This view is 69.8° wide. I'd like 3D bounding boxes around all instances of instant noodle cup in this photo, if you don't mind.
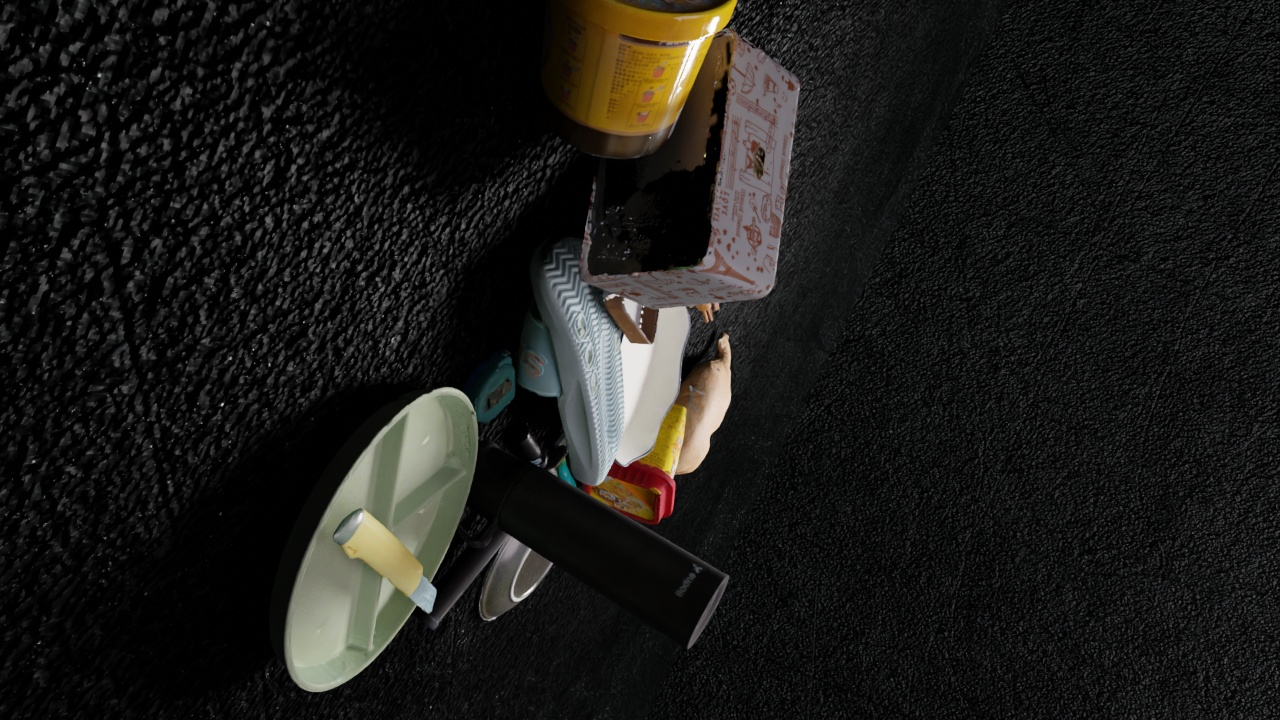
[{"bbox_3d":[-0.001,0.113,1.103,0.116,0.116,0.123,91,20,-55],"label":"instant noodle cup"},{"bbox_3d":[-0.010,-0.200,0.575,0.118,0.118,0.115,-48,166,-39],"label":"instant noodle cup"}]

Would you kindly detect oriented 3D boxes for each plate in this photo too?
[{"bbox_3d":[-0.186,0.123,0.660,0.230,0.027,0.230,22,89,-76],"label":"plate"},{"bbox_3d":[-0.006,0.006,0.954,0.204,0.046,0.205,14,89,-70],"label":"plate"},{"bbox_3d":[-0.122,0.222,1.049,0.179,0.024,0.180,-54,161,-28],"label":"plate"}]

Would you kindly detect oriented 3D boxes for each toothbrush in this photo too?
[{"bbox_3d":[-0.138,0.164,0.879,0.212,0.026,0.027,-51,167,-21],"label":"toothbrush"}]

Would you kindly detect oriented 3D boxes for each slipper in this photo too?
[{"bbox_3d":[-0.062,0.003,0.787,0.103,0.074,0.246,-64,153,-50],"label":"slipper"}]

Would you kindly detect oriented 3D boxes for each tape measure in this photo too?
[{"bbox_3d":[-0.121,0.024,0.740,0.054,0.025,0.058,-51,159,-37],"label":"tape measure"}]

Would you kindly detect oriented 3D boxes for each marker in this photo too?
[{"bbox_3d":[-0.105,0.093,0.908,0.132,0.020,0.022,75,17,-65],"label":"marker"}]

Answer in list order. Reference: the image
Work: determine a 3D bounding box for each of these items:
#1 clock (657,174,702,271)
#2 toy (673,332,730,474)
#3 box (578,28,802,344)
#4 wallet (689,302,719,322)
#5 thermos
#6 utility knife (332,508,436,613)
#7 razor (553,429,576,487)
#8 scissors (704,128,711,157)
[{"bbox_3d":[0.064,-0.124,0.848,0.161,0.056,0.116,172,-71,-69],"label":"clock"},{"bbox_3d":[0.086,0.060,1.327,0.226,0.082,0.143,-63,168,-7],"label":"toy"},{"bbox_3d":[0.019,-0.122,0.723,0.272,0.132,0.179,153,-53,-71],"label":"box"},{"bbox_3d":[0.065,-0.103,0.990,0.130,0.035,0.119,54,31,-72],"label":"wallet"},{"bbox_3d":[-0.053,0.159,0.774,0.089,0.242,0.068,-55,161,-27],"label":"thermos"},{"bbox_3d":[-0.172,0.147,0.648,0.030,0.021,0.208,-62,158,-24],"label":"utility knife"},{"bbox_3d":[-0.079,0.118,1.002,0.133,0.028,0.043,90,25,-49],"label":"razor"},{"bbox_3d":[0.069,-0.222,0.940,0.133,0.017,0.132,-44,153,-57],"label":"scissors"}]
